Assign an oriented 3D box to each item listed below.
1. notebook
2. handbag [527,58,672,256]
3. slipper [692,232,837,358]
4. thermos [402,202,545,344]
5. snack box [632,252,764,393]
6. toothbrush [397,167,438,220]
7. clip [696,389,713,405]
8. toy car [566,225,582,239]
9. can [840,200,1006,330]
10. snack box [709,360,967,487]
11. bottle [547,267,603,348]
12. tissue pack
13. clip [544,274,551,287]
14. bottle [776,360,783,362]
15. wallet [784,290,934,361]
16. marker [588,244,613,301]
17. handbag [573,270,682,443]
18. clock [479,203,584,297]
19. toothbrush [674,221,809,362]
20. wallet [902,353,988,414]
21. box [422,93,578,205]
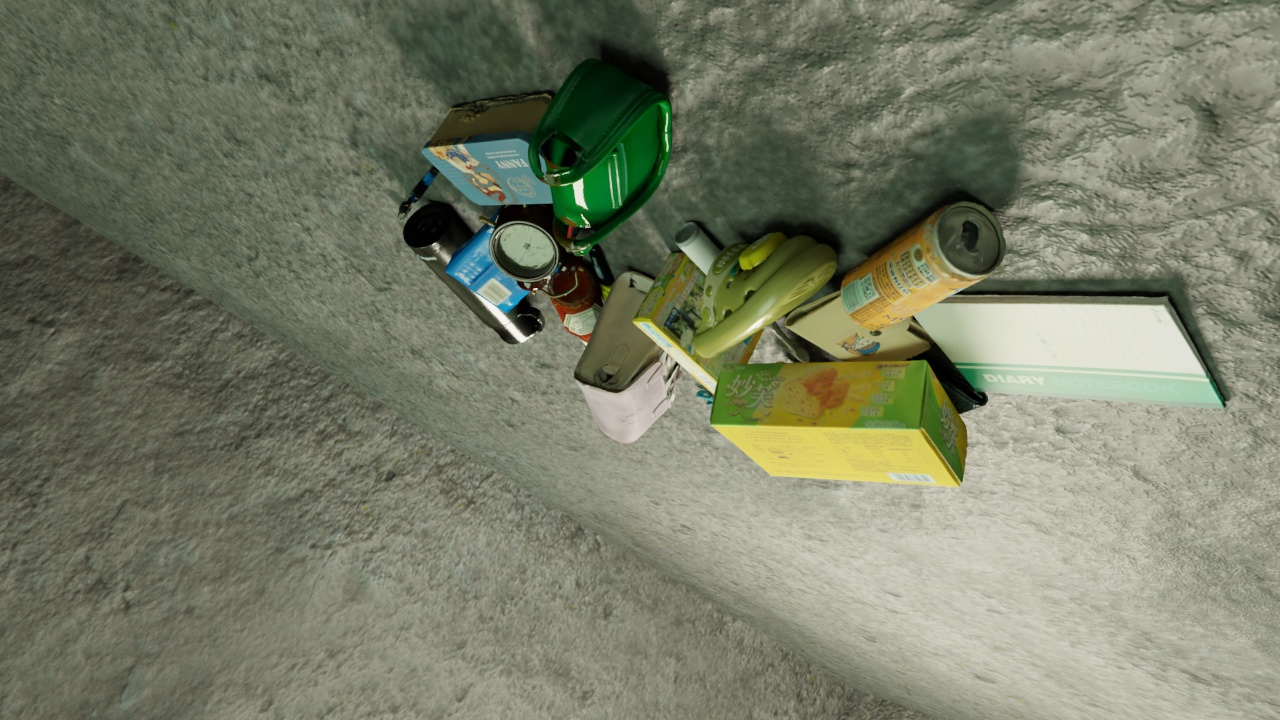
[{"bbox_3d":[0.337,-0.009,0.743,0.150,0.012,0.209,40,159,-34],"label":"notebook"},{"bbox_3d":[-0.032,-0.155,0.714,0.068,0.120,0.131,30,165,12],"label":"handbag"},{"bbox_3d":[0.093,-0.064,0.824,0.081,0.091,0.191,53,150,3],"label":"slipper"},{"bbox_3d":[-0.203,-0.106,1.190,0.090,0.068,0.242,2,153,26],"label":"thermos"},{"bbox_3d":[0.063,-0.036,0.945,0.034,0.086,0.140,6,151,49],"label":"snack box"},{"bbox_3d":[-0.270,-0.199,1.106,0.014,0.016,0.190,27,162,-21],"label":"toothbrush"},{"bbox_3d":[0.101,0.051,1.241,0.039,0.013,0.056,38,159,-29],"label":"clip"},{"bbox_3d":[-0.065,-0.147,0.893,0.031,0.049,0.106,28,162,3],"label":"toy car"},{"bbox_3d":[0.208,-0.068,0.694,0.058,0.058,0.146,30,162,-6],"label":"can"},{"bbox_3d":[0.196,0.063,0.903,0.210,0.070,0.157,-1,154,34],"label":"snack box"},{"bbox_3d":[-0.069,-0.054,1.139,0.060,0.059,0.206,24,166,13],"label":"bottle"},{"bbox_3d":[-0.154,-0.119,1.058,0.095,0.052,0.158,37,139,-19],"label":"tissue pack"},{"bbox_3d":[-0.131,-0.107,1.134,0.058,0.027,0.045,33,180,-42],"label":"clip"},{"bbox_3d":[0.204,0.052,1.027,0.149,0.066,0.067,40,160,-11],"label":"bottle"},{"bbox_3d":[0.200,-0.026,0.819,0.115,0.024,0.088,28,140,-29],"label":"wallet"},{"bbox_3d":[-0.043,-0.096,1.053,0.018,0.015,0.124,23,160,20],"label":"marker"},{"bbox_3d":[-0.006,0.006,1.068,0.098,0.144,0.197,27,163,13],"label":"handbag"},{"bbox_3d":[-0.110,-0.118,0.965,0.082,0.055,0.122,-21,121,22],"label":"clock"},{"bbox_3d":[0.109,-0.059,0.914,0.221,0.026,0.026,41,176,-35],"label":"toothbrush"},{"bbox_3d":[0.269,0.020,0.910,0.121,0.019,0.097,32,162,-2],"label":"wallet"},{"bbox_3d":[-0.115,-0.190,0.838,0.185,0.059,0.090,10,155,48],"label":"box"}]
